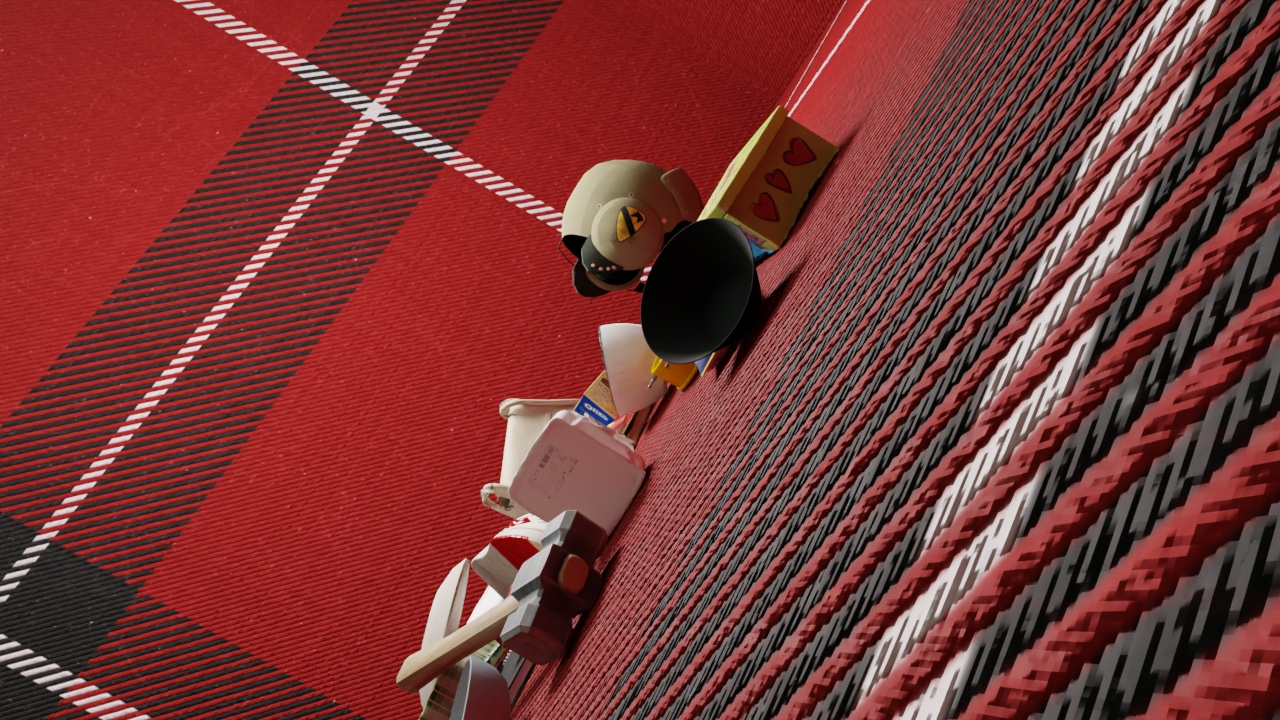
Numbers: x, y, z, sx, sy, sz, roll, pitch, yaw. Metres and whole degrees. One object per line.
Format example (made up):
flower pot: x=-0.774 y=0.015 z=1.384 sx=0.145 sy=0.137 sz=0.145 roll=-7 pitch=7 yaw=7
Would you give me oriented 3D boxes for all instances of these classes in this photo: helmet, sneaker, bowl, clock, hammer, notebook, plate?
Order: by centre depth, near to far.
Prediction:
bowl: x=-0.128 y=0.291 z=0.725 sx=0.106 sy=0.039 sz=0.106 roll=-166 pitch=91 yaw=-79
bowl: x=0.062 y=-0.050 z=0.757 sx=0.124 sy=0.052 sz=0.124 roll=-21 pitch=60 yaw=42
hammer: x=-0.142 y=0.244 z=0.828 sx=0.324 sy=0.051 sz=0.117 roll=-40 pitch=20 yaw=42
notebook: x=-0.142 y=0.338 z=0.903 sx=0.206 sy=0.016 sz=0.149 roll=-60 pitch=4 yaw=-25
clock: x=0.058 y=-0.039 z=0.981 sx=0.151 sy=0.052 sz=0.114 roll=-64 pitch=4 yaw=-23
sneaker: x=-0.119 y=0.215 z=1.088 sx=0.104 sy=0.090 sz=0.237 roll=-46 pitch=2 yaw=-31
plate: x=-0.240 y=0.330 z=1.101 sx=0.189 sy=0.027 sz=0.188 roll=-171 pitch=93 yaw=-86
bowl: x=-0.007 y=0.007 z=1.119 sx=0.116 sy=0.066 sz=0.116 roll=-10 pitch=-92 yaw=-87
notebook: x=-0.062 y=0.178 z=1.219 sx=0.250 sy=0.014 sz=0.178 roll=-58 pitch=3 yaw=26
helmet: x=0.000 y=-0.205 z=1.487 sx=0.232 sy=0.255 sz=0.250 roll=-63 pitch=4 yaw=-10

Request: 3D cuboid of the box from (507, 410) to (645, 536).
box: x=-0.056 y=0.104 z=0.910 sx=0.103 sy=0.110 sz=0.130 roll=-59 pitch=3 yaw=7

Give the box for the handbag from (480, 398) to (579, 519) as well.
handbag: x=-0.151 y=0.167 z=1.420 sx=0.228 sy=0.184 sz=0.132 roll=-90 pitch=23 yaw=-51

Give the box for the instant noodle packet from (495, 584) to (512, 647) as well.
instant noodle packet: x=-0.095 y=0.217 z=0.919 sx=0.136 sy=0.039 sz=0.098 roll=-47 pitch=5 yaw=17

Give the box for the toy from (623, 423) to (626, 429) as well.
toy: x=-0.055 y=0.132 z=1.331 sx=0.100 sy=0.036 sz=0.080 roll=-57 pitch=-6 yaw=33

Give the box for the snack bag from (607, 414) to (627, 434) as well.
snack bag: x=-0.068 y=0.131 z=1.180 sx=0.143 sy=0.039 sz=0.131 roll=-46 pitch=-5 yaw=-31

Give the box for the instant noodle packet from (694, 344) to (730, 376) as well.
instant noodle packet: x=0.076 y=-0.034 z=0.845 sx=0.087 sy=0.026 sz=0.134 roll=-62 pitch=2 yaw=9

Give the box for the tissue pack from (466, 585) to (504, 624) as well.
tissue pack: x=-0.174 y=0.328 z=1.238 sx=0.104 sy=0.071 sz=0.181 roll=-42 pitch=11 yaw=20

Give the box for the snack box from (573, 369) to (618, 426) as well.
snack box: x=-0.005 y=0.007 z=1.258 sx=0.206 sy=0.056 sz=0.057 roll=-49 pitch=-4 yaw=-33

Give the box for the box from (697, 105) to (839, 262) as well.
box: x=0.119 y=-0.169 z=0.966 sx=0.124 sy=0.082 sz=0.221 roll=-59 pitch=1 yaw=-3

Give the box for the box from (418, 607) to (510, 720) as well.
box: x=-0.191 y=0.359 z=1.022 sx=0.205 sy=0.050 sz=0.117 roll=13 pitch=-78 yaw=-85
